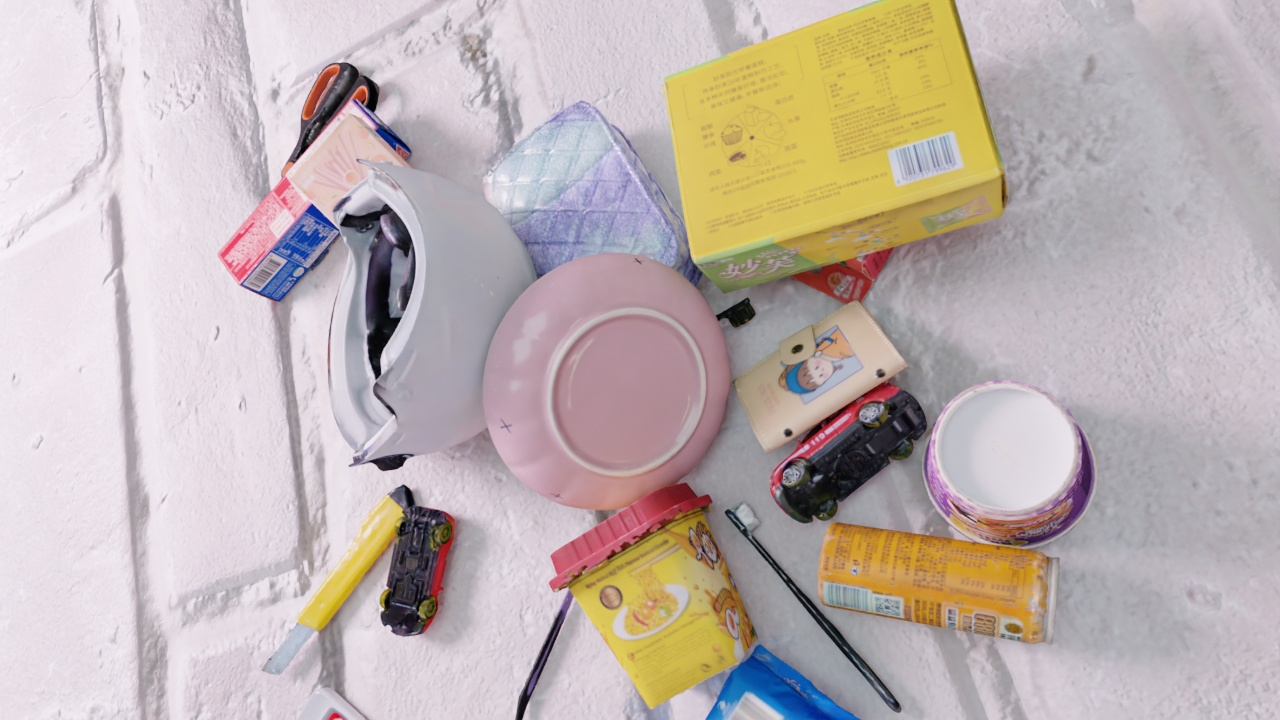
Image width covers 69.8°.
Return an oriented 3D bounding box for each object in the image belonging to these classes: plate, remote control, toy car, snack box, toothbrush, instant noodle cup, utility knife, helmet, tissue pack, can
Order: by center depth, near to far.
[{"bbox_3d":[0.232,0.064,0.585,0.112,0.099,0.111,-6,76,22],"label":"instant noodle cup"},{"bbox_3d":[0.193,0.145,0.602,0.146,0.058,0.058,5,78,24],"label":"can"},{"bbox_3d":[0.075,0.283,0.619,0.095,0.052,0.157,32,90,28],"label":"tissue pack"},{"bbox_3d":[0.144,0.064,0.648,0.120,0.053,0.045,-40,30,3],"label":"toy car"},{"bbox_3d":[0.131,-0.153,0.648,0.210,0.070,0.157,-15,70,19],"label":"snack box"},{"bbox_3d":[0.015,0.165,0.648,0.116,0.116,0.123,-32,78,12],"label":"instant noodle cup"},{"bbox_3d":[0.121,0.171,0.650,0.018,0.015,0.181,-39,64,-1],"label":"toothbrush"},{"bbox_3d":[-0.015,0.020,0.658,0.192,0.192,0.039,-62,25,-2],"label":"plate"},{"bbox_3d":[0.146,-0.122,0.699,0.113,0.044,0.127,30,90,26],"label":"snack box"},{"bbox_3d":[-0.083,0.244,0.718,0.017,0.014,0.189,20,84,38],"label":"toothbrush"},{"bbox_3d":[-0.162,-0.031,0.734,0.259,0.145,0.228,-46,50,54],"label":"helmet"},{"bbox_3d":[-0.004,0.004,0.741,0.213,0.026,0.027,-27,102,13],"label":"toothbrush"},{"bbox_3d":[-0.233,0.328,0.754,0.136,0.020,0.056,29,89,26],"label":"remote control"},{"bbox_3d":[-0.186,0.176,0.767,0.049,0.031,0.106,4,77,24],"label":"toy car"},{"bbox_3d":[-0.264,0.194,0.802,0.033,0.015,0.207,38,90,25],"label":"utility knife"},{"bbox_3d":[-0.234,-0.140,0.837,0.157,0.026,0.084,44,96,0],"label":"snack box"},{"bbox_3d":[-0.316,-0.154,0.894,0.207,0.057,0.058,-47,62,6],"label":"snack box"}]

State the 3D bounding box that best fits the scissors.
[{"bbox_3d":[-0.354,-0.211,0.950,0.234,0.021,0.162,-33,60,18],"label":"scissors"}]

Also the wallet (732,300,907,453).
[{"bbox_3d":[0.126,0.008,0.668,0.115,0.024,0.087,-35,38,13],"label":"wallet"}]

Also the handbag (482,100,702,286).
[{"bbox_3d":[-0.040,-0.106,0.757,0.134,0.075,0.193,-36,64,15],"label":"handbag"}]
